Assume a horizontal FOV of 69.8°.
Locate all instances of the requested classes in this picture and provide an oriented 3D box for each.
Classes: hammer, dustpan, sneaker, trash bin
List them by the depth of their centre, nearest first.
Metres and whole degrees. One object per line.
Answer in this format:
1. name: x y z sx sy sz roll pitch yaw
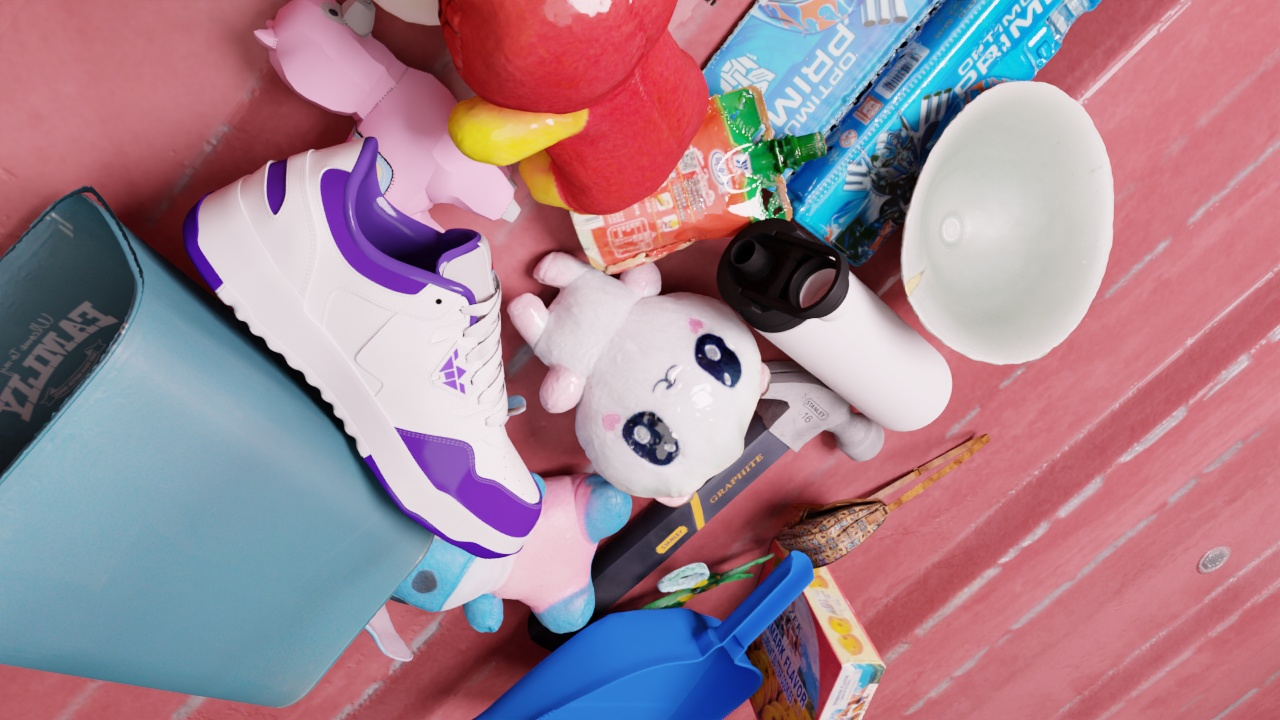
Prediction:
1. sneaker: -0.107 -0.009 0.477 0.111 0.091 0.244 -32 114 10
2. trash bin: -0.250 0.064 0.487 0.196 0.199 0.218 -49 135 -5
3. hammer: 0.033 0.124 0.712 0.313 0.035 0.139 -45 122 14
4. dustpan: 0.032 0.227 0.717 0.245 0.059 0.258 21 115 -44

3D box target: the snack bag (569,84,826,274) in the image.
1. snack bag: 0.033 -0.107 0.544 0.155 0.044 0.087 -16 111 10

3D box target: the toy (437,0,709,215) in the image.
1. toy: -0.024 -0.151 0.425 0.099 0.216 0.147 27 81 14

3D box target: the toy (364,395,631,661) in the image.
1. toy: -0.100 0.113 0.632 0.191 0.099 0.224 15 115 -30

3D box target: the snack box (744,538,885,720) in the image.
1. snack box: 0.130 0.244 0.746 0.040 0.142 0.145 4 119 -17

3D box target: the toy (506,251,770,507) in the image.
1. toy: -0.004 0.004 0.595 0.179 0.101 0.138 40 82 -14

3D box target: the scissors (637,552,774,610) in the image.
1. scissors: 0.056 0.172 0.731 0.131 0.012 0.108 -21 150 -14

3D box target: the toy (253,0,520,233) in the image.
1. toy: -0.144 -0.114 0.499 0.157 0.067 0.123 36 108 -25

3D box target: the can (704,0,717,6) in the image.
1. can: 0.062 -0.252 0.471 0.124 0.066 0.066 -42 122 11

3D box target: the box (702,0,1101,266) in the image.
1. box: 0.161 -0.188 0.544 0.175 0.060 0.244 32 107 -29

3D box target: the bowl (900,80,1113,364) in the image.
1. bowl: 0.214 -0.085 0.580 0.174 0.068 0.174 -5 101 -25

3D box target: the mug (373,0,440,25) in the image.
1. mug: -0.094 -0.216 0.435 0.085 0.089 0.112 28 109 -28

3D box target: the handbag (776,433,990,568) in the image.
1. handbag: 0.197 0.098 0.723 0.195 0.094 0.043 -27 84 -14

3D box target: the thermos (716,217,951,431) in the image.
1. thermos: 0.141 -0.013 0.589 0.229 0.101 0.068 31 90 -44
